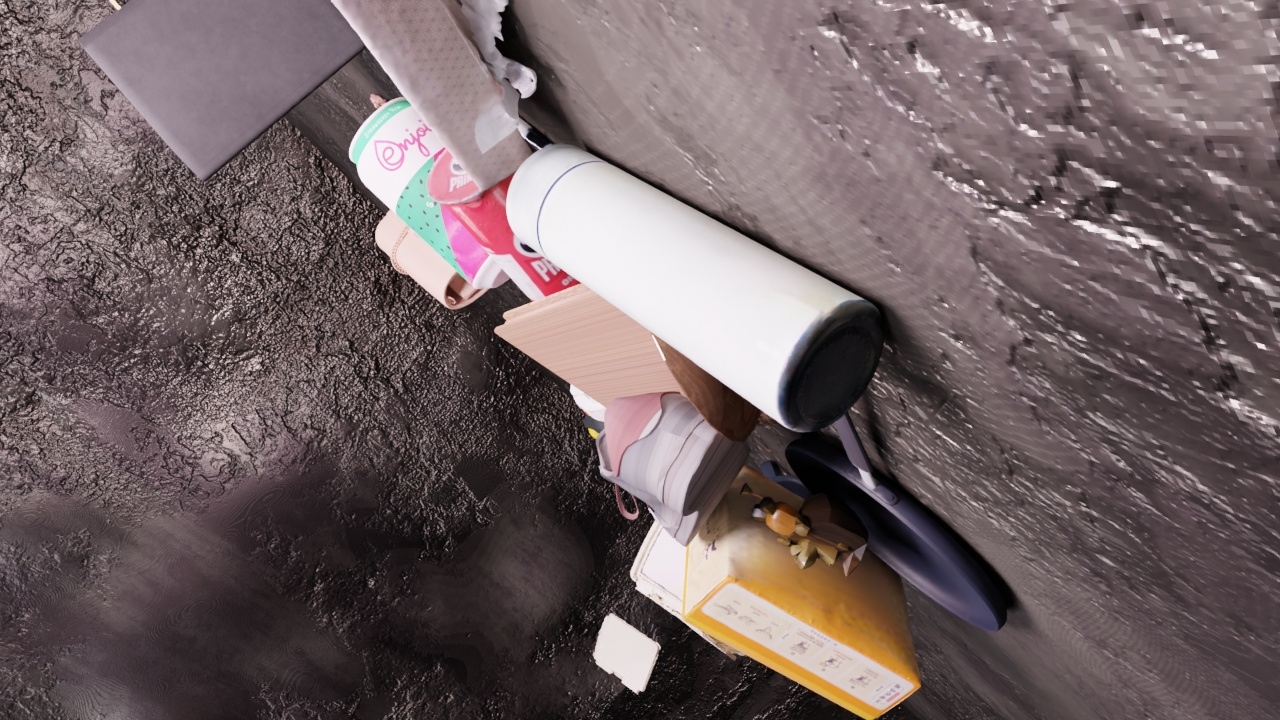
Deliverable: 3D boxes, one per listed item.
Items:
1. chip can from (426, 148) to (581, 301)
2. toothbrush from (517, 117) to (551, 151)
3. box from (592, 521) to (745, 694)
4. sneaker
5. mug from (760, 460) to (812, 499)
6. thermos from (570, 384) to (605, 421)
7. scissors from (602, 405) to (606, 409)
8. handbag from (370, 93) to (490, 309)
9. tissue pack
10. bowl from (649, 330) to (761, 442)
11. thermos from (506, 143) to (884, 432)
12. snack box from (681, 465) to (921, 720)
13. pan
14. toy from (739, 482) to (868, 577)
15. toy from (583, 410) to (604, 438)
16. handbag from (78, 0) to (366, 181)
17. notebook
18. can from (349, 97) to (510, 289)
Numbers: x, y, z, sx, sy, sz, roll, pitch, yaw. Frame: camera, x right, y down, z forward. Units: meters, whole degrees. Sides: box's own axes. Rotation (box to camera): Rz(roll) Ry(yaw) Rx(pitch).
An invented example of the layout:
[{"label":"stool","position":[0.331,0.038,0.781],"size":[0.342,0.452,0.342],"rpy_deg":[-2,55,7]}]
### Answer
[{"label":"chip can","position":[-0.068,-0.077,0.722],"size":[0.073,0.073,0.233],"rpy_deg":[37,171,43]},{"label":"toothbrush","position":[-0.075,-0.144,0.592],"size":[0.187,0.017,0.012],"rpy_deg":[41,170,17]},{"label":"box","position":[0.033,0.247,0.861],"size":[0.143,0.194,0.101],"rpy_deg":[29,-171,24]},{"label":"sneaker","position":[0.018,0.071,0.670],"size":[0.089,0.099,0.236],"rpy_deg":[33,167,15]},{"label":"mug","position":[0.145,0.147,0.908],"size":[0.077,0.071,0.105],"rpy_deg":[52,-165,-51]},{"label":"thermos","position":[0.016,0.052,0.949],"size":[0.220,0.099,0.099],"rpy_deg":[44,174,-37]},{"label":"scissors","position":[0.020,0.060,0.867],"size":[0.158,0.014,0.173],"rpy_deg":[15,149,-7]},{"label":"handbag","position":[-0.242,-0.166,0.963],"size":[0.199,0.116,0.187],"rpy_deg":[38,171,37]},{"label":"tissue pack","position":[-0.108,-0.172,0.474],"size":[0.104,0.071,0.181],"rpy_deg":[57,178,28]},{"label":"bowl","position":[0.044,-0.009,0.553],"size":[0.118,0.030,0.117],"rpy_deg":[49,-159,-27]},{"label":"thermos","position":[0.016,-0.047,0.469],"size":[0.230,0.068,0.068],"rpy_deg":[37,170,42]},{"label":"snack box","position":[0.138,0.185,0.771],"size":[0.195,0.081,0.144],"rpy_deg":[31,-150,-14]},{"label":"pan","position":[0.162,0.090,0.628],"size":[0.199,0.021,0.356],"rpy_deg":[38,172,35]},{"label":"toy","position":[0.121,0.123,0.692],"size":[0.100,0.062,0.076],"rpy_deg":[25,154,0]},{"label":"toy","position":[-0.025,0.032,1.055],"size":[0.119,0.097,0.100],"rpy_deg":[69,165,-16]},{"label":"handbag","position":[-0.355,-0.278,0.734],"size":[0.196,0.175,0.072],"rpy_deg":[50,172,-23]},{"label":"notebook","position":[-0.004,0.004,0.706],"size":[0.169,0.022,0.211],"rpy_deg":[35,159,-22]},{"label":"can","position":[-0.165,-0.144,0.795],"size":[0.166,0.088,0.088],"rpy_deg":[43,173,1]}]
